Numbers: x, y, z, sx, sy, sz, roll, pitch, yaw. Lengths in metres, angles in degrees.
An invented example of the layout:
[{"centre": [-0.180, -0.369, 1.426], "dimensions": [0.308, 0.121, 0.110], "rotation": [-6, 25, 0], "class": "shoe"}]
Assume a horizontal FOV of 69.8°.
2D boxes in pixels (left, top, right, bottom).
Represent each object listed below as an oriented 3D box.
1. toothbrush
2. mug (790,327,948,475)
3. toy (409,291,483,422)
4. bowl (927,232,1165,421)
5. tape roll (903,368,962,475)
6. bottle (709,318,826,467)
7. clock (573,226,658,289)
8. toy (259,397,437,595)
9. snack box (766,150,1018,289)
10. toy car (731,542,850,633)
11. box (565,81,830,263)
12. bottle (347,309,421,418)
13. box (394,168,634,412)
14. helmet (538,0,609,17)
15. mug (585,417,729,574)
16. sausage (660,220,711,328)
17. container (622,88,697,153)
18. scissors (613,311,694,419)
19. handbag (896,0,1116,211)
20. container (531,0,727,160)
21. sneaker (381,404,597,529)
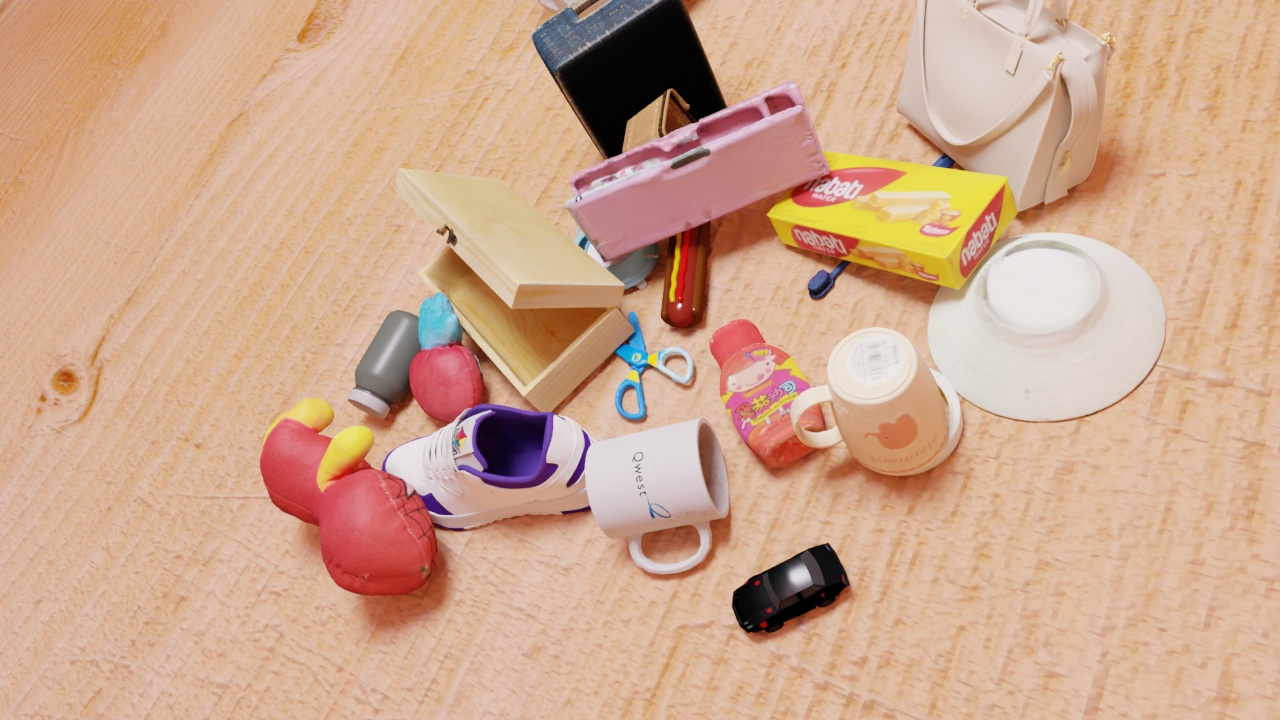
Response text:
[{"centre": [0.221, -0.127, 0.841], "dimensions": [0.190, 0.017, 0.016], "rotation": [-44, 51, -5], "class": "toothbrush"}, {"centre": [0.168, 0.032, 0.689], "dimensions": [0.111, 0.104, 0.085], "rotation": [-20, 54, 13], "class": "mug"}, {"centre": [-0.198, -0.001, 0.923], "dimensions": [0.092, 0.062, 0.133], "rotation": [-11, 85, 41], "class": "toy"}, {"centre": [0.313, -0.043, 0.720], "dimensions": [0.177, 0.058, 0.176], "rotation": [-12, 57, 19], "class": "bowl"}, {"centre": [0.210, 0.047, 0.740], "dimensions": [0.094, 0.019, 0.093], "rotation": [-12, 57, 19], "class": "tape roll"}, {"centre": [0.104, 0.023, 0.787], "dimensions": [0.071, 0.048, 0.134], "rotation": [-31, 52, 7], "class": "bottle"}, {"centre": [-0.028, -0.119, 0.949], "dimensions": [0.087, 0.042, 0.123], "rotation": [-36, 47, 2], "class": "clock"}, {"centre": [-0.268, 0.135, 0.844], "dimensions": [0.098, 0.148, 0.216], "rotation": [-33, 52, -30], "class": "toy"}, {"centre": [0.213, -0.128, 0.802], "dimensions": [0.092, 0.042, 0.201], "rotation": [-49, 40, -13], "class": "snack box"}, {"centre": [0.111, 0.173, 0.699], "dimensions": [0.092, 0.036, 0.042], "rotation": [-29, 53, 8], "class": "toy car"}, {"centre": [0.050, -0.164, 0.837], "dimensions": [0.233, 0.099, 0.080], "rotation": [-19, 16, 15], "class": "box"}, {"centre": [-0.263, 0.004, 0.970], "dimensions": [0.060, 0.060, 0.108], "rotation": [13, 67, 31], "class": "bottle"}, {"centre": [-0.129, -0.090, 0.920], "dimensions": [0.141, 0.179, 0.248], "rotation": [-31, 49, -19], "class": "box"}, {"centre": [-0.017, -0.524, 1.094], "dimensions": [0.224, 0.184, 0.282], "rotation": [32, 85, 31], "class": "helmet"}, {"centre": [0.019, 0.116, 0.761], "dimensions": [0.096, 0.083, 0.119], "rotation": [-14, 85, 18], "class": "mug"}, {"centre": [0.046, -0.101, 0.897], "dimensions": [0.040, 0.040, 0.155], "rotation": [-6, 58, 23], "class": "sausage"}, {"centre": [0.034, -0.210, 0.931], "dimensions": [0.061, 0.114, 0.063], "rotation": [-13, 55, 34], "class": "container"}, {"centre": [0.005, -0.006, 0.874], "dimensions": [0.109, 0.018, 0.130], "rotation": [-20, 52, 15], "class": "scissors"}, {"centre": [0.301, -0.257, 0.762], "dimensions": [0.101, 0.198, 0.194], "rotation": [-26, 52, -9], "class": "handbag"}, {"centre": [-0.004, -0.289, 0.943], "dimensions": [0.145, 0.187, 0.071], "rotation": [-31, 56, 5], "class": "container"}, {"centre": [-0.151, 0.090, 0.830], "dimensions": [0.245, 0.111, 0.091], "rotation": [-6, 59, 23], "class": "sneaker"}]
